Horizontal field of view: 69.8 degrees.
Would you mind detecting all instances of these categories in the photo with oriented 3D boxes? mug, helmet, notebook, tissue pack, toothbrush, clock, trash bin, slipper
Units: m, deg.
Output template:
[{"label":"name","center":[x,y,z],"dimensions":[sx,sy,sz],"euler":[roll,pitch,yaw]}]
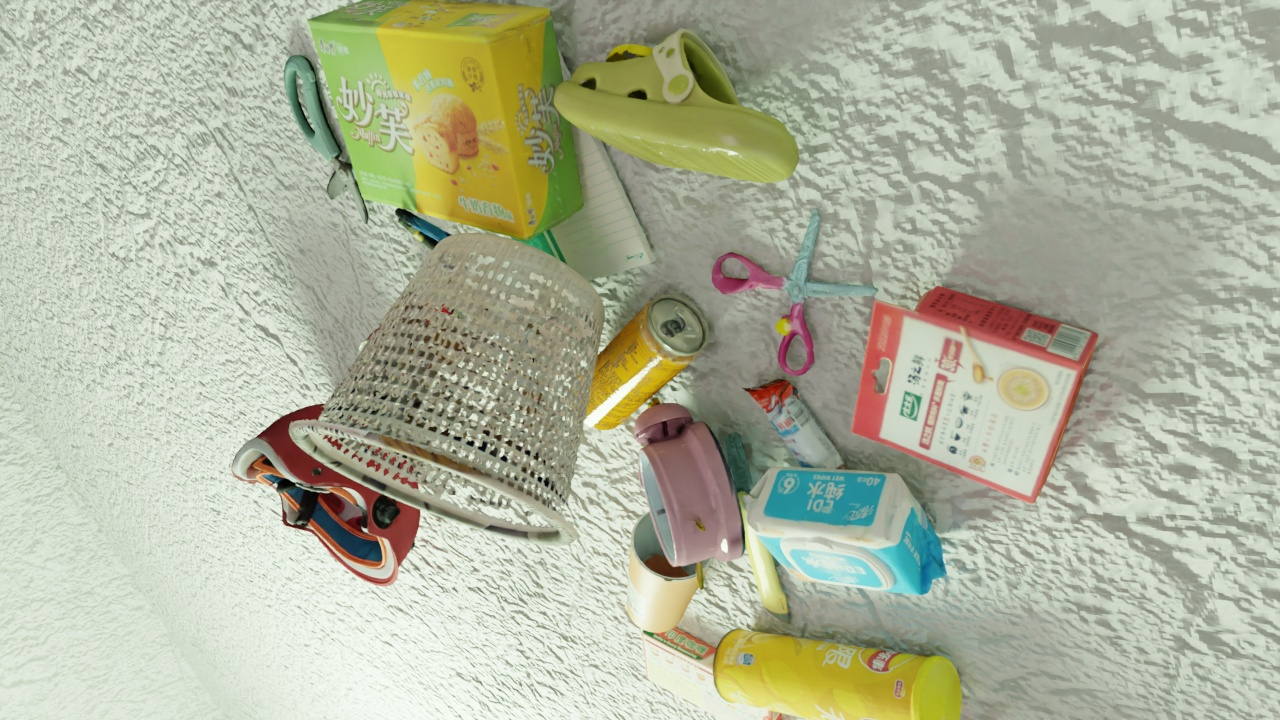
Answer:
[{"label":"mug","center":[0.022,0.206,0.876],"dimensions":[0.078,0.078,0.123],"euler":[32,139,20]},{"label":"helmet","center":[-0.351,0.147,1.113],"dimensions":[0.207,0.143,0.240],"euler":[-8,127,45]},{"label":"notebook","center":[-0.083,-0.160,0.751],"dimensions":[0.151,0.012,0.209],"euler":[-11,111,46]},{"label":"tissue pack","center":[0.153,0.131,0.696],"dimensions":[0.140,0.063,0.090],"euler":[-2,139,41]},{"label":"toothbrush","center":[-0.142,-0.066,0.815],"dimensions":[0.186,0.012,0.017],"euler":[42,157,-28]},{"label":"clock","center":[0.034,0.101,0.771],"dimensions":[0.117,0.059,0.158],"euler":[84,168,-47]},{"label":"trash bin","center":[-0.127,0.017,0.720],"dimensions":[0.227,0.191,0.228],"euler":[17,159,7]},{"label":"slipper","center":[0.029,-0.170,0.605],"dimensions":[0.191,0.091,0.081],"euler":[25,93,39]},{"label":"toothbrush","center":[-0.124,-0.079,0.785],"dimensions":[0.189,0.014,0.016],"euler":[29,159,-17]}]

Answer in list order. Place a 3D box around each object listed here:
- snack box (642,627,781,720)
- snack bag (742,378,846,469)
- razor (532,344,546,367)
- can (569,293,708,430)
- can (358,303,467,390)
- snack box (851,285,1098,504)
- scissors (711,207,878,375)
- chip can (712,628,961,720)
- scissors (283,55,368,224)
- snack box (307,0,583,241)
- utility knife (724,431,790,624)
[{"label":"snack box","center":[0.073,0.333,0.955],"dimensions":[0.156,0.026,0.077],"euler":[18,130,32]},{"label":"snack bag","center":[0.124,0.057,0.713],"dimensions":[0.104,0.026,0.048],"euler":[57,147,-7]},{"label":"razor","center":[-0.124,-0.049,0.860],"dimensions":[0.043,0.022,0.143],"euler":[-30,105,4]},{"label":"can","center":[-0.005,0.004,0.764],"dimensions":[0.058,0.058,0.146],"euler":[49,138,2]},{"label":"can","center":[-0.226,-0.015,0.917],"dimensions":[0.066,0.093,0.067],"euler":[23,132,28]},{"label":"snack box","center":[0.211,0.017,0.594],"dimensions":[0.127,0.044,0.113],"euler":[22,132,27]},{"label":"scissors","center":[0.105,-0.051,0.661],"dimensions":[0.135,0.017,0.134],"euler":[28,129,26]},{"label":"chip can","center":[0.166,0.282,0.805],"dimensions":[0.214,0.071,0.072],"euler":[-7,114,45]},{"label":"scissors","center":[-0.288,-0.221,0.882],"dimensions":[0.171,0.019,0.179],"euler":[-24,102,48]},{"label":"snack box","center":[-0.153,-0.194,0.724],"dimensions":[0.210,0.069,0.158],"euler":[18,132,33]},{"label":"utility knife","center":[0.101,0.151,0.806],"dimensions":[0.031,0.022,0.213],"euler":[6,129,38]}]
